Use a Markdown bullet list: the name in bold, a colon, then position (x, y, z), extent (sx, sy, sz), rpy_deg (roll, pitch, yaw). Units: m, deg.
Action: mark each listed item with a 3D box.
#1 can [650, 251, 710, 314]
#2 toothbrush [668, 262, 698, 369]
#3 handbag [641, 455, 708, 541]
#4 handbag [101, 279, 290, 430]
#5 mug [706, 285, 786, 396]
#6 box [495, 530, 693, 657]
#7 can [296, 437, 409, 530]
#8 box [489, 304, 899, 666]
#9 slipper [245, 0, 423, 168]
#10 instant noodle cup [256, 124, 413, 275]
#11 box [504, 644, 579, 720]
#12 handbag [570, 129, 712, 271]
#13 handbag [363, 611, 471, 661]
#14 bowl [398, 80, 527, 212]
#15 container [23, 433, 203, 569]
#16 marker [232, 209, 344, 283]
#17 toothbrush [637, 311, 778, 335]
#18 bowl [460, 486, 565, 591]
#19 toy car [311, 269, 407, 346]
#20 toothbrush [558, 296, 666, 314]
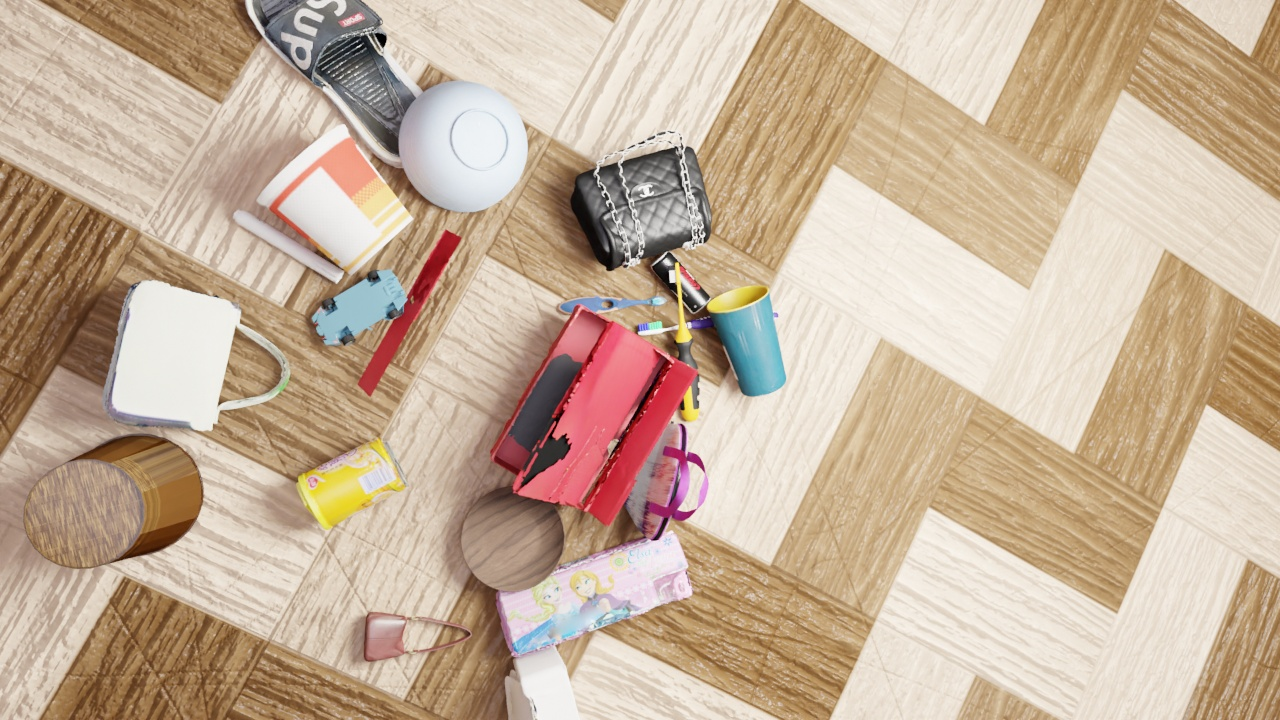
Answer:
- **can**: position (0.049, -0.097, 1.132), extent (0.031, 0.031, 0.080), rpy_deg (-44, 98, -11)
- **toothbrush**: position (0.053, -0.021, 1.120), extent (0.031, 0.031, 0.197), rpy_deg (-4, 100, 9)
- **handbag**: position (0.036, 0.139, 1.050), extent (0.068, 0.170, 0.144), rpy_deg (15, 84, -13)
- **handbag**: position (-0.472, 0.003, 0.993), extent (0.175, 0.074, 0.151), rpy_deg (12, 86, -32)
- **mug**: position (0.135, -0.021, 1.121), extent (0.078, 0.078, 0.121), rpy_deg (-24, 110, -13)
- **box**: position (-0.052, 0.275, 1.080), extent (0.230, 0.063, 0.084), rpy_deg (-16, 91, -13)
- **can**: position (-0.318, 0.135, 1.017), extent (0.105, 0.068, 0.067), rpy_deg (-27, 95, -13)
- **box**: position (0.043, 0.119, 1.005), extent (0.425, 0.128, 0.213), rpy_deg (31, 89, 22)
- **slipper**: position (-0.328, -0.338, 1.033), extent (0.111, 0.063, 0.264), rpy_deg (-41, 100, -12)
- **instant noodle cup**: position (-0.326, -0.169, 1.003), extent (0.123, 0.123, 0.121), rpy_deg (-46, 106, -11)
- **box**: position (-0.125, 0.397, 1.039), extent (0.101, 0.102, 0.108), rpy_deg (-17, 94, -12)
- **handbag**: position (0.009, -0.183, 1.076), extent (0.153, 0.115, 0.125), rpy_deg (-18, 81, -17)
- **handbag**: position (-0.254, 0.315, 1.051), extent (0.119, 0.029, 0.055), rpy_deg (4, 89, -19)
- **bowl**: position (-0.190, -0.246, 1.038), extent (0.150, 0.075, 0.150), rpy_deg (-3, 96, -27)
- **container**: position (-0.525, 0.142, 0.914), extent (0.132, 0.167, 0.132), rpy_deg (0, 88, -14)
- **marker**: position (-0.395, -0.129, 1.030), extent (0.133, 0.020, 0.017), rpy_deg (32, 83, -11)
- **toothbrush**: position (0.086, -0.049, 1.148), extent (0.186, 0.015, 0.016), rpy_deg (-8, 90, -14)
- **bowl**: position (-0.149, 0.207, 1.069), extent (0.119, 0.032, 0.119), rpy_deg (2, 78, -10)
- **toy car**: position (-0.315, -0.058, 1.043), extent (0.108, 0.027, 0.060), rpy_deg (-30, 83, 2)
- **toothbrush**: position (-0.033, -0.069, 1.119), extent (0.135, 0.017, 0.021), rpy_deg (-5, 89, -14)
